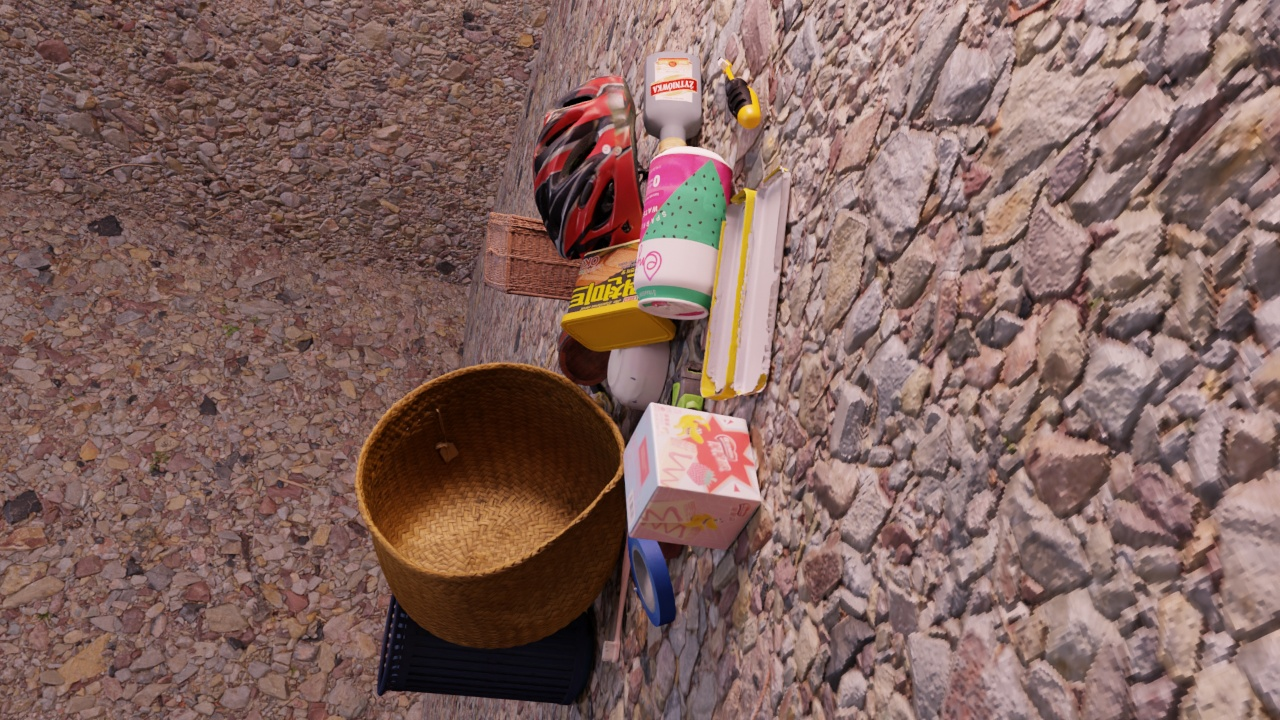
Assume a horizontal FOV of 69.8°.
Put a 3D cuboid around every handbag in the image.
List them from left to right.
[{"bbox_3d":[0.031,0.142,0.949,0.119,0.029,0.055,-88,12,-47],"label":"handbag"}]

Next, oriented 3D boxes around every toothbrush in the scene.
[{"bbox_3d":[-0.022,0.257,1.062,0.016,0.018,0.181,161,119,-72],"label":"toothbrush"},{"bbox_3d":[0.102,-0.287,0.973,0.031,0.031,0.196,-47,25,24],"label":"toothbrush"}]

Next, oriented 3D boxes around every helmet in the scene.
[{"bbox_3d":[-0.049,-0.224,1.132,0.272,0.167,0.217,93,172,-63],"label":"helmet"}]

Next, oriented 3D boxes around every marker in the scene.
[{"bbox_3d":[-0.060,0.051,1.324,0.124,0.017,0.021,-127,50,-71],"label":"marker"}]

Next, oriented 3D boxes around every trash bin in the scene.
[{"bbox_3d":[-0.192,0.359,1.156,0.139,0.249,0.139,-170,91,-74],"label":"trash bin"}]

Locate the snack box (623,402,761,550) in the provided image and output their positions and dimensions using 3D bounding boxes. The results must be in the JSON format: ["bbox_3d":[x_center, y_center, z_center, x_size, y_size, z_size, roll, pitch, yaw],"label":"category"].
[{"bbox_3d":[0.043,0.101,0.801,0.092,0.094,0.080,-95,22,-44],"label":"snack box"}]

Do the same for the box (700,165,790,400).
[{"bbox_3d":[0.099,-0.068,0.857,0.127,0.023,0.209,162,119,-68],"label":"box"}]

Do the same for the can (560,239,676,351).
[{"bbox_3d":[-0.016,-0.077,1.061,0.131,0.072,0.100,-9,56,38],"label":"can"}]

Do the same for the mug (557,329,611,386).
[{"bbox_3d":[-0.073,-0.031,1.337,0.117,0.081,0.111,-58,16,8],"label":"mug"}]

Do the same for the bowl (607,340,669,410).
[{"bbox_3d":[-0.007,0.006,1.108,0.105,0.054,0.105,-169,91,-73],"label":"bowl"}]

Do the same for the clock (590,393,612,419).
[{"bbox_3d":[-0.068,0.096,1.223,0.126,0.052,0.088,127,152,-55],"label":"clock"}]

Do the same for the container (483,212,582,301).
[{"bbox_3d":[-0.133,-0.153,1.385,0.114,0.198,0.113,23,107,62],"label":"container"}]

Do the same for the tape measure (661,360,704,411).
[{"bbox_3d":[0.041,0.040,0.950,0.066,0.036,0.058,129,147,-58],"label":"tape measure"}]

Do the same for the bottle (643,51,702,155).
[{"bbox_3d":[0.039,-0.304,1.116,0.046,0.072,0.161,94,177,-60],"label":"bottle"}]

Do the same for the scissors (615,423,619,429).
[{"bbox_3d":[-0.045,0.145,1.222,0.125,0.011,0.128,-152,76,-73],"label":"scissors"}]

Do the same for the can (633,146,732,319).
[{"bbox_3d":[0.044,-0.132,0.957,0.088,0.088,0.165,156,123,-71],"label":"can"}]

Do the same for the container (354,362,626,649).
[{"bbox_3d":[-0.169,0.173,1.078,0.306,0.307,0.197,-98,4,-48],"label":"container"}]

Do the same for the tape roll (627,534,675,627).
[{"bbox_3d":[0.010,0.215,0.912,0.091,0.016,0.093,-132,32,-61],"label":"tape roll"}]
